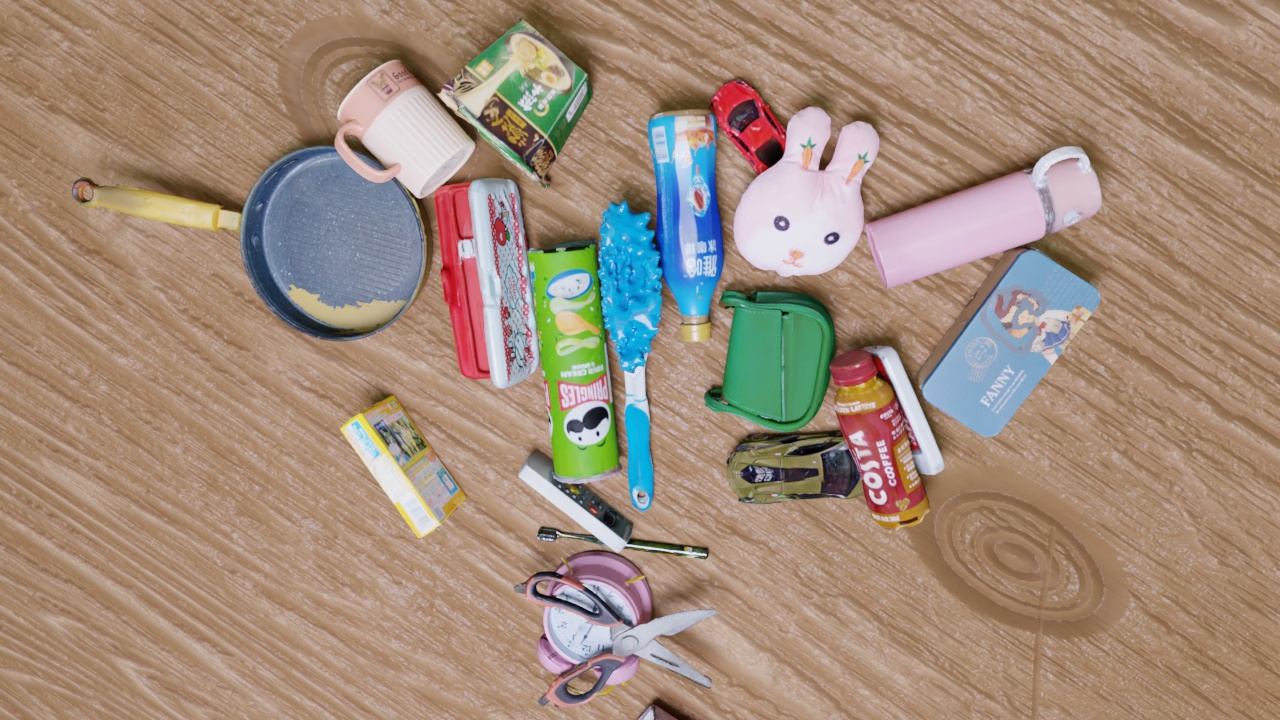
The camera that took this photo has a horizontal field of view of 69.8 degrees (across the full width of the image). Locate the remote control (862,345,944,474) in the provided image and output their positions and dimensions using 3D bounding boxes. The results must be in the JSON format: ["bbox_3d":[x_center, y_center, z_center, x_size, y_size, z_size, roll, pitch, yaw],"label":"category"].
[{"bbox_3d":[0.252,0.049,0.895,0.020,0.056,0.136,-27,98,-17],"label":"remote control"}]

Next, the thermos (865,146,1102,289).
[{"bbox_3d":[0.309,-0.133,0.836,0.199,0.087,0.067,-18,54,13],"label":"thermos"}]

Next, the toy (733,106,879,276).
[{"bbox_3d":[0.155,-0.152,0.855,0.121,0.054,0.160,13,115,-10],"label":"toy"}]

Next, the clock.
[{"bbox_3d":[-0.051,0.287,0.983,0.117,0.059,0.159,10,105,6],"label":"clock"}]

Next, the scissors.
[{"bbox_3d":[-0.029,0.283,0.941,0.223,0.015,0.189,-29,96,13],"label":"scissors"}]

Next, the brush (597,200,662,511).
[{"bbox_3d":[-0.005,0.005,0.910,0.060,0.109,0.314,-3,94,0],"label":"brush"}]

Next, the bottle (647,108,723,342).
[{"bbox_3d":[0.047,-0.127,0.881,0.065,0.065,0.219,-4,101,8],"label":"bottle"}]

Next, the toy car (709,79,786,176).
[{"bbox_3d":[0.109,-0.217,0.872,0.049,0.031,0.106,-37,93,12],"label":"toy car"}]

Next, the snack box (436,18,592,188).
[{"bbox_3d":[-0.106,-0.243,0.860,0.117,0.118,0.105,41,94,-2],"label":"snack box"}]

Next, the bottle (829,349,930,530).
[{"bbox_3d":[0.225,0.075,0.874,0.057,0.057,0.175,-19,108,11],"label":"bottle"}]

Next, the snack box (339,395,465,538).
[{"bbox_3d":[-0.245,0.108,0.958,0.034,0.086,0.140,-31,96,12],"label":"snack box"}]

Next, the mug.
[{"bbox_3d":[-0.233,-0.213,0.880,0.106,0.114,0.082,46,142,-5],"label":"mug"}]

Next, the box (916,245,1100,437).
[{"bbox_3d":[0.339,-0.014,0.867,0.090,0.061,0.184,31,102,1],"label":"box"}]

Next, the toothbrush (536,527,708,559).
[{"bbox_3d":[-0.020,0.197,0.981,0.186,0.017,0.012,6,99,6],"label":"toothbrush"}]

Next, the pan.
[{"bbox_3d":[-0.389,-0.135,0.932,0.357,0.078,0.198,14,103,5],"label":"pan"}]

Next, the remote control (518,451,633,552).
[{"bbox_3d":[-0.067,0.145,0.957,0.135,0.056,0.019,38,103,-1],"label":"remote control"}]

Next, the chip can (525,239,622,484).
[{"bbox_3d":[-0.066,0.001,0.920,0.072,0.072,0.236,-4,100,8],"label":"chip can"}]

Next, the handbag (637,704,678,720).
[{"bbox_3d":[0.061,0.481,0.988,0.197,0.098,0.145,32,105,1],"label":"handbag"}]

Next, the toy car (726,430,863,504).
[{"bbox_3d":[0.166,0.108,0.927,0.158,0.042,0.070,-6,101,6],"label":"toy car"}]

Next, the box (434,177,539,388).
[{"bbox_3d":[-0.156,-0.075,0.901,0.095,0.101,0.201,-5,100,8],"label":"box"}]

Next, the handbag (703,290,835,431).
[{"bbox_3d":[0.128,-0.003,0.899,0.120,0.067,0.131,11,104,13],"label":"handbag"}]
